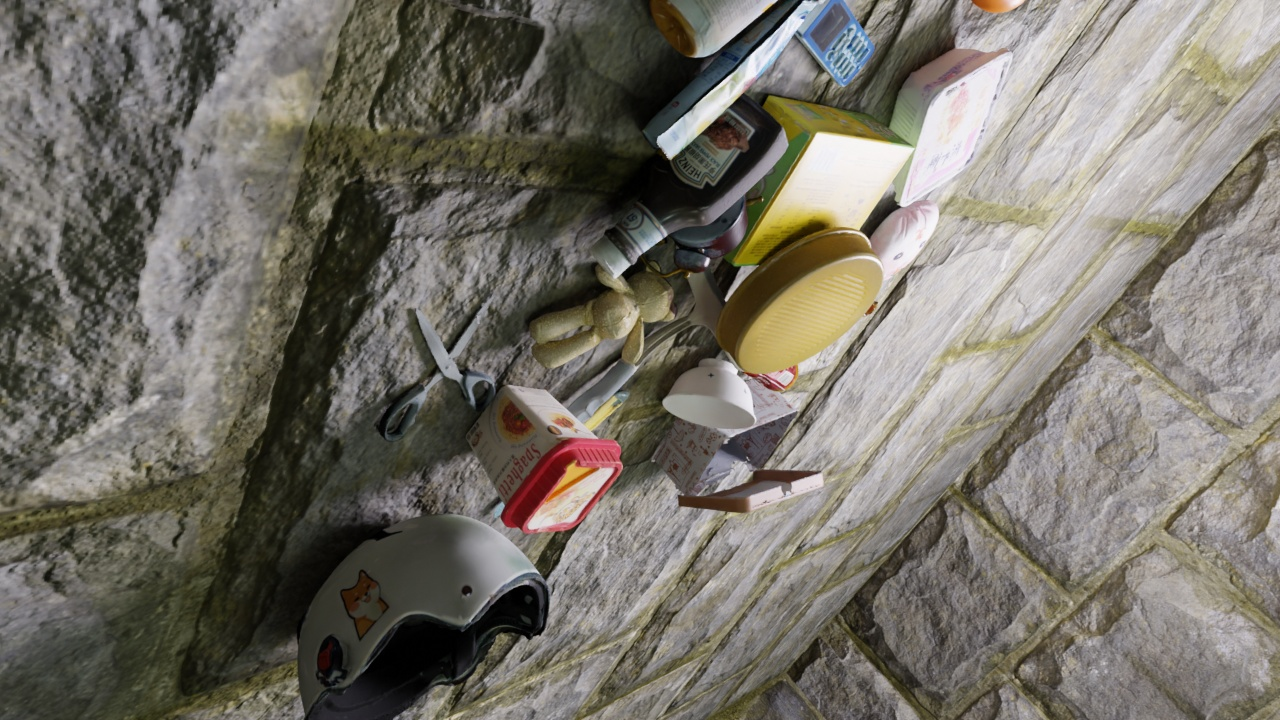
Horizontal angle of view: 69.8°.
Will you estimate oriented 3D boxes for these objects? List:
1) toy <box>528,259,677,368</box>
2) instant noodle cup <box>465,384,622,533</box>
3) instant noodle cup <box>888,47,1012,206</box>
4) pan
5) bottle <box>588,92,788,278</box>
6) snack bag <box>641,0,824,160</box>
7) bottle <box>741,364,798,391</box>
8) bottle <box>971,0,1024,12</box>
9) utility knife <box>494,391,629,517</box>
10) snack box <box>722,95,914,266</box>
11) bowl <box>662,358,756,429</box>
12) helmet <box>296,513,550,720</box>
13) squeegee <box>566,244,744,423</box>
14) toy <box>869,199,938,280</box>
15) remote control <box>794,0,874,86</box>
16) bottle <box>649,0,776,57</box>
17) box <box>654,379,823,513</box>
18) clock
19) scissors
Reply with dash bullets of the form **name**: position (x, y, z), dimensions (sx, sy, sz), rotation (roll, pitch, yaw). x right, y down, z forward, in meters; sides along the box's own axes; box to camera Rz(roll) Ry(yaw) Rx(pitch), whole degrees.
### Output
- **toy**: position (-0.037, -0.042, 0.898), dimensions (0.157, 0.066, 0.105), rotation (-26, 106, -23)
- **instant noodle cup**: position (-0.103, 0.095, 0.926), dimensions (0.116, 0.124, 0.116), rotation (-52, 152, 16)
- **instant noodle cup**: position (0.340, -0.276, 1.052), dimensions (0.137, 0.060, 0.174), rotation (-32, 152, -20)
- **pan**: position (0.216, -0.065, 1.074), dimensions (0.198, 0.078, 0.356), rotation (-45, 149, 24)
- **bottle**: position (0.037, -0.150, 0.810), dimensions (0.195, 0.080, 0.044), rotation (-42, 154, 1)
- **snack bag**: position (0.081, -0.242, 0.750), dimensions (0.191, 0.039, 0.110), rotation (-43, 179, 6)
- **bottle**: position (0.157, -0.003, 1.200), dimensions (0.057, 0.057, 0.174), rotation (-47, 152, 8)
- **bottle**: position (0.328, -0.389, 0.881), dimensions (0.149, 0.066, 0.067), rotation (10, 123, -48)
- **utility knife**: position (-0.096, 0.108, 1.078), dimensions (0.216, 0.022, 0.031), rotation (-39, 147, 2)
- **snack box**: position (0.172, -0.180, 0.955), dimensions (0.209, 0.070, 0.158), rotation (-9, 138, -48)
- **bowl**: position (0.092, 0.036, 1.147), dimensions (0.118, 0.118, 0.064), rotation (58, 43, -62)
- **helmet**: position (-0.239, 0.254, 0.941), dimensions (0.274, 0.156, 0.230), rotation (-35, 155, 8)
- **squeegee**: position (-0.006, 0.006, 1.019), dimensions (0.246, 0.039, 0.246), rotation (-39, 139, -5)
- **toy**: position (0.343, -0.151, 1.247), dimensions (0.121, 0.054, 0.160), rotation (-26, 156, -28)
- **remote control**: position (0.178, -0.297, 0.846), dimensions (0.049, 0.024, 0.124), rotation (-50, 153, 14)
- **bottle**: position (0.093, -0.304, 0.677), dimensions (0.189, 0.068, 0.068), rotation (-41, 153, -5)
- **box**: position (0.145, 0.146, 1.269), dimensions (0.181, 0.174, 0.152), rotation (-15, 140, -43)
- **clock**: position (0.051, -0.130, 0.857), dimensions (0.122, 0.082, 0.055), rotation (-45, 159, -1)
- **scissors**: position (-0.179, 0.008, 0.827), dimensions (0.159, 0.014, 0.179), rotation (-39, 150, -12)
